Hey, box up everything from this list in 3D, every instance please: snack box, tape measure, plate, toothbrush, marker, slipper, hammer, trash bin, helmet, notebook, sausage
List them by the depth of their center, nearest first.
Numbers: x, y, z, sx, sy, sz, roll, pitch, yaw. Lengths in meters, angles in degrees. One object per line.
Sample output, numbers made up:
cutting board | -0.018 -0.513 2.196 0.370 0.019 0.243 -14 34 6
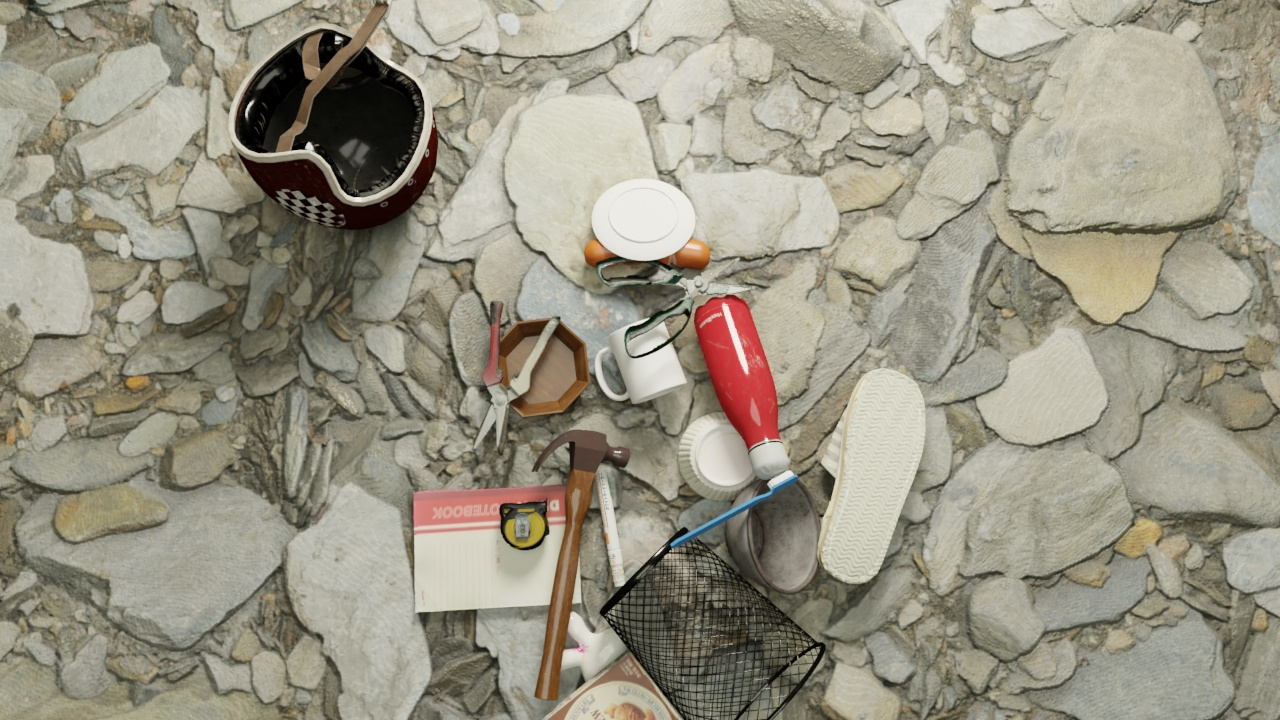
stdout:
toothbrush | 0.106 0.170 1.049 0.166 0.016 0.014 -27 59 -8
trash bin | 0.075 0.321 1.074 0.184 0.184 0.210 -44 79 -5
snack box | -0.028 0.445 1.080 0.147 0.041 0.143 -37 83 -7
helmet | -0.363 -0.286 1.106 0.234 0.253 0.233 -5 66 23
hammer | -0.090 0.244 1.117 0.115 0.033 0.322 12 79 -18
tape measure | -0.144 0.206 1.142 0.061 0.034 0.061 -6 83 -1
slipper | 0.285 0.144 1.153 0.114 0.054 0.272 16 78 -3
notebook | -0.182 0.236 1.161 0.209 0.012 0.153 -3 83 -1
marker | -0.038 0.212 1.162 0.017 0.017 0.145 -10 83 -2
plate | -0.128 0.009 1.183 0.131 0.025 0.131 0 83 0
plate | 0.004 -0.187 1.190 0.134 0.011 0.134 0 60 0
sausage | 0.009 -0.141 1.196 0.164 0.039 0.044 1 72 0

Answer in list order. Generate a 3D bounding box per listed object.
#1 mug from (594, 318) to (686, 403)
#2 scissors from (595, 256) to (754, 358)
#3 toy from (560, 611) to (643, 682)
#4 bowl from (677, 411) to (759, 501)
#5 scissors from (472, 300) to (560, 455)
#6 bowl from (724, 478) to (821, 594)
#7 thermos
mug | -0.007 0.007 1.168 0.111 0.073 0.090 -23 83 22
scissors | 0.041 -0.068 1.130 0.206 0.015 0.179 2 56 6
toy | -0.053 0.365 1.133 0.122 0.038 0.079 24 74 5
bowl | 0.105 0.120 1.151 0.115 0.062 0.115 0 83 0
scissors | -0.166 0.011 1.161 0.179 0.015 0.187 -31 85 -4
bowl | 0.153 0.211 1.120 0.144 0.067 0.144 14 70 -43
thermos | 0.127 0.033 1.119 0.073 0.073 0.239 -14 61 -2
